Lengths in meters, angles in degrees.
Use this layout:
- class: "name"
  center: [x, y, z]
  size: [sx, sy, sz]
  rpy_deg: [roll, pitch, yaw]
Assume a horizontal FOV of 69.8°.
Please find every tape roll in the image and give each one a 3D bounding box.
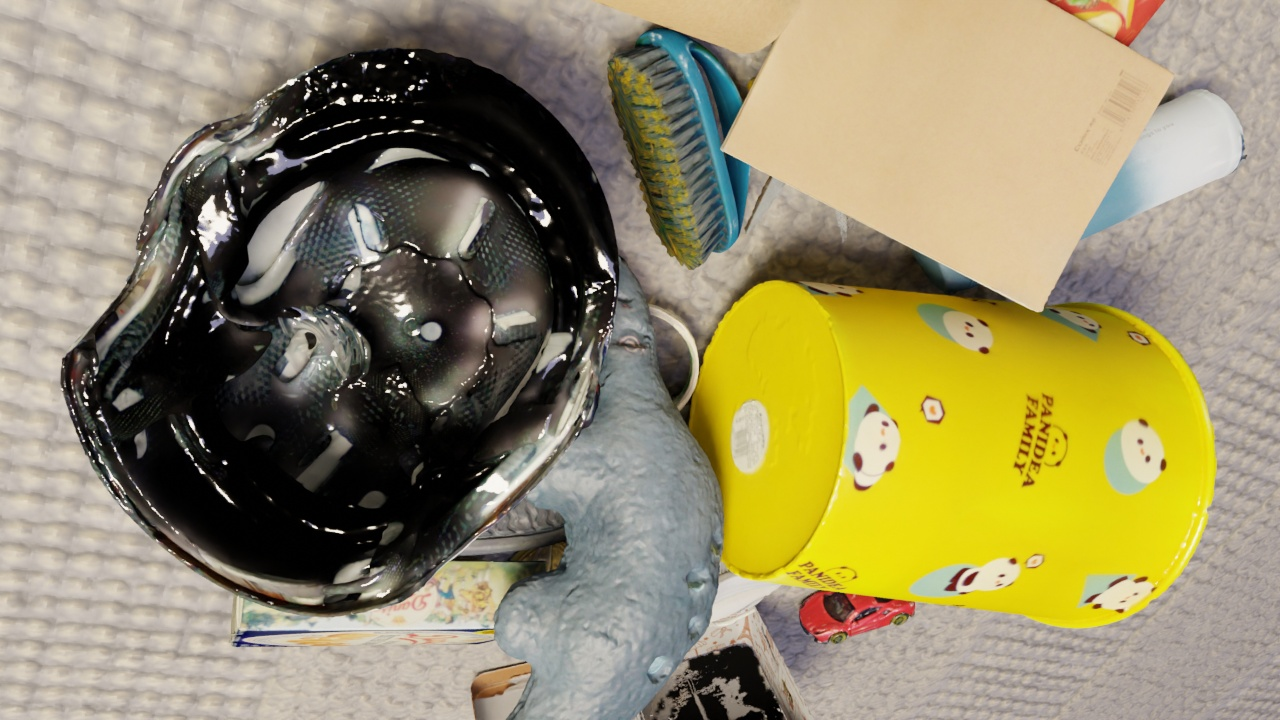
- class: "tape roll"
  center: [-0.004, 0.004, 0.619]
  size: [0.086, 0.014, 0.086]
  rpy_deg: [0, 106, -1]

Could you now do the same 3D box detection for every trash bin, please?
- class: "trash bin"
  center: [0.185, 0.057, 0.604]
  size: [0.255, 0.229, 0.230]
  rpy_deg: [7, 121, -23]

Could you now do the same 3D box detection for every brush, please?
- class: "brush"
  center: [0.031, -0.126, 0.537]
  size: [0.073, 0.055, 0.144]
  rpy_deg: [-37, 130, -19]

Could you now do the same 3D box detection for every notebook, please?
- class: "notebook"
  center: [0.172, -0.138, 0.509]
  size: [0.211, 0.012, 0.149]
  rpy_deg: [25, 101, -9]

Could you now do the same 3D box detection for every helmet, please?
- class: "helmet"
  center: [-0.137, -0.011, 0.486]
  size: [0.230, 0.157, 0.274]
  rpy_deg: [33, 88, -3]

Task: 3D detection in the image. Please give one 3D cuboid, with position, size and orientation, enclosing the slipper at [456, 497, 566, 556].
- class: "slipper"
  center: [-0.159, 0.073, 0.595]
  size: [0.268, 0.083, 0.110]
  rpy_deg: [-1, 81, -14]

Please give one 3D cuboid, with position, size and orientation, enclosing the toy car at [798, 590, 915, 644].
- class: "toy car"
  center: [0.197, 0.226, 0.841]
  size: [0.106, 0.049, 0.031]
  rpy_deg: [-15, 126, -8]

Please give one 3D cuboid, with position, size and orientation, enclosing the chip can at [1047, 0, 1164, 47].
- class: "chip can"
  center: [0.232, -0.166, 0.547]
  size: [0.073, 0.073, 0.217]
  rpy_deg: [30, 103, -33]

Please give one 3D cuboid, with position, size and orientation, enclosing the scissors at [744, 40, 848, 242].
- class: "scissors"
  center: [0.107, -0.156, 0.540]
  size: [0.159, 0.014, 0.181]
  rpy_deg: [40, 90, -27]

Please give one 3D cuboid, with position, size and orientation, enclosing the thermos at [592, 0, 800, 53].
- class: "thermos"
  center: [0.012, -0.203, 0.446]
  size: [0.143, 0.093, 0.093]
  rpy_deg: [10, 121, -43]

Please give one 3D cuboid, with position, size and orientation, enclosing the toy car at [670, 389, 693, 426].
- class: "toy car"
  center: [-0.003, 0.083, 0.680]
  size: [0.070, 0.042, 0.158]
  rpy_deg: [32, 112, -33]

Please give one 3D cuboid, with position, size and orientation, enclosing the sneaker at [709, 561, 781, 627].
- class: "sneaker"
  center: [0.023, 0.172, 0.703]
  size: [0.241, 0.089, 0.091]
  rpy_deg: [-5, 144, -42]

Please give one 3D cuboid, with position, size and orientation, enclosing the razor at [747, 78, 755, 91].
- class: "razor"
  center: [0.118, -0.138, 0.575]
  size: [0.132, 0.028, 0.043]
  rpy_deg: [26, 116, -30]

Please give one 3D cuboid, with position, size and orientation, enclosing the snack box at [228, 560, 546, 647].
- class: "snack box"
  center: [-0.175, 0.165, 0.615]
  size: [0.182, 0.045, 0.178]
  rpy_deg: [7, 158, -22]

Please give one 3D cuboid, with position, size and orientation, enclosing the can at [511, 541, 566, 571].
- class: "can"
  center: [-0.049, 0.196, 0.720]
  size: [0.075, 0.075, 0.111]
  rpy_deg: [-40, 127, 10]

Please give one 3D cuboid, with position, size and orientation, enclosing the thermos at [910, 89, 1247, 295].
- class: "thermos"
  center: [0.292, -0.113, 0.626]
  size: [0.220, 0.070, 0.070]
  rpy_deg: [-24, 128, -2]

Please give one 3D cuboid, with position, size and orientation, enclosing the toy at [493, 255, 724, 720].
- class: "toy"
  center: [-0.018, 0.111, 0.552]
  size: [0.138, 0.091, 0.356]
  rpy_deg: [13, 78, -7]

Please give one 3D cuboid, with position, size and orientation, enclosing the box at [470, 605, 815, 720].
- class: "box"
  center: [0.001, 0.309, 0.753]
  size: [0.260, 0.177, 0.082]
  rpy_deg: [-13, 126, -12]
